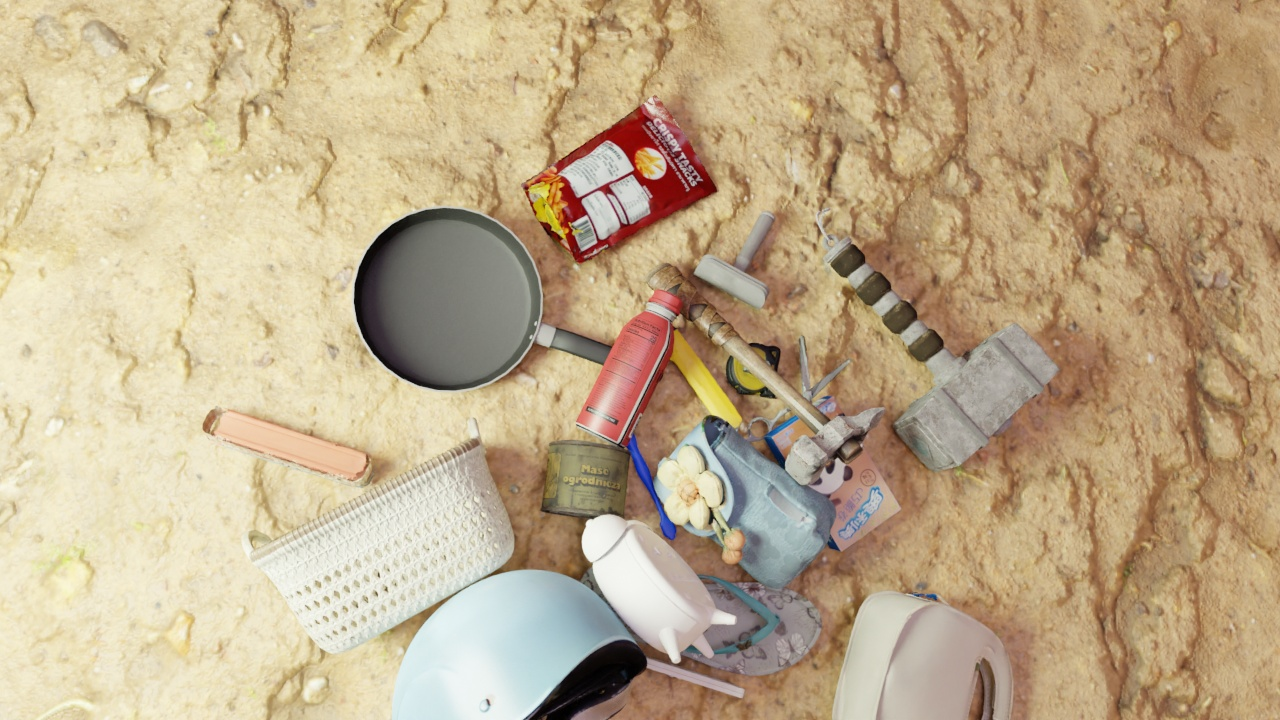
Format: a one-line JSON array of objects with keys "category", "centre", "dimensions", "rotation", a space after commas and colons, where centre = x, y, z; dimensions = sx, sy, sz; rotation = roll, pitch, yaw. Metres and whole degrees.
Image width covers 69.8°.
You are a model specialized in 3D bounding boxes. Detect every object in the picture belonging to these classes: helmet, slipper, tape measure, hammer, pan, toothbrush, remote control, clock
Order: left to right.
[{"category": "helmet", "centre": [-0.130, 0.304, 0.870], "dimensions": [0.266, 0.225, 0.167], "rotation": [-52, 59, 22]}, {"category": "pan", "centre": [-0.142, -0.041, 1.029], "dimensions": [0.355, 0.044, 0.204], "rotation": [20, 82, -13]}, {"category": "toothbrush", "centre": [-0.001, 0.116, 1.028], "dimensions": [0.016, 0.018, 0.182], "rotation": [-22, 77, -12]}, {"category": "clock", "centre": [0.018, 0.217, 0.906], "dimensions": [0.073, 0.125, 0.161], "rotation": [-45, 64, 6]}, {"category": "remote control", "centre": [0.039, 0.327, 0.961], "dimensions": [0.136, 0.050, 0.011], "rotation": [18, 75, -1]}, {"category": "slipper", "centre": [0.063, 0.277, 0.975], "dimensions": [0.269, 0.055, 0.098], "rotation": [9, 78, -2]}, {"category": "hammer", "centre": [0.121, -0.003, 1.011], "dimensions": [0.121, 0.049, 0.319], "rotation": [-32, 62, -26]}, {"category": "tape measure", "centre": [0.129, 0.010, 1.052], "dimensions": [0.061, 0.034, 0.061], "rotation": [7, 80, -7]}, {"category": "hammer", "centre": [0.305, -0.043, 1.060], "dimensions": [0.176, 0.079, 0.326], "rotation": [-40, 83, -13]}]

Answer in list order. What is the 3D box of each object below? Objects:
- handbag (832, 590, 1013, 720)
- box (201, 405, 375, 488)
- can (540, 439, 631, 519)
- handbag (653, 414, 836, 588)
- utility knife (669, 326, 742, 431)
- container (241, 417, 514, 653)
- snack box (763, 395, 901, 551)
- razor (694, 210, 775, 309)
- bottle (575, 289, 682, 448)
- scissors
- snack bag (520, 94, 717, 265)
[{"category": "handbag", "centre": [0.306, 0.350, 0.973], "dimensions": [0.199, 0.093, 0.200], "rotation": [27, 74, -20]}, {"category": "box", "centre": [-0.377, 0.092, 0.979], "dimensions": [0.187, 0.056, 0.059], "rotation": [16, 107, 0]}, {"category": "can", "centre": [-0.058, 0.128, 0.978], "dimensions": [0.090, 0.090, 0.074], "rotation": [7, 77, -4]}, {"category": "handbag", "centre": [0.104, 0.157, 0.968], "dimensions": [0.192, 0.118, 0.122], "rotation": [41, 121, 2]}, {"category": "utility knife", "centre": [0.066, 0.022, 1.044], "dimensions": [0.030, 0.017, 0.151], "rotation": [-35, 68, 1]}, {"category": "container", "centre": [-0.244, 0.175, 0.909], "dimensions": [0.246, 0.185, 0.143], "rotation": [-27, 90, -11]}, {"category": "snack box", "centre": [0.213, 0.125, 1.021], "dimensions": [0.087, 0.034, 0.151], "rotation": [-32, 92, -11]}, {"category": "razor", "centre": [0.128, -0.129, 1.086], "dimensions": [0.088, 0.047, 0.116], "rotation": [29, 68, 2]}, {"category": "bottle", "centre": [-0.006, 0.006, 1.007], "dimensions": [0.062, 0.062, 0.176], "rotation": [26, 84, 1]}, {"category": "scissors", "centre": [0.176, 0.053, 1.042], "dimensions": [0.174, 0.014, 0.141], "rotation": [-26, 96, -13]}, {"category": "snack bag", "centre": [-0.023, -0.211, 1.079], "dimensions": [0.207, 0.067, 0.139], "rotation": [-35, 87, -14]}]
